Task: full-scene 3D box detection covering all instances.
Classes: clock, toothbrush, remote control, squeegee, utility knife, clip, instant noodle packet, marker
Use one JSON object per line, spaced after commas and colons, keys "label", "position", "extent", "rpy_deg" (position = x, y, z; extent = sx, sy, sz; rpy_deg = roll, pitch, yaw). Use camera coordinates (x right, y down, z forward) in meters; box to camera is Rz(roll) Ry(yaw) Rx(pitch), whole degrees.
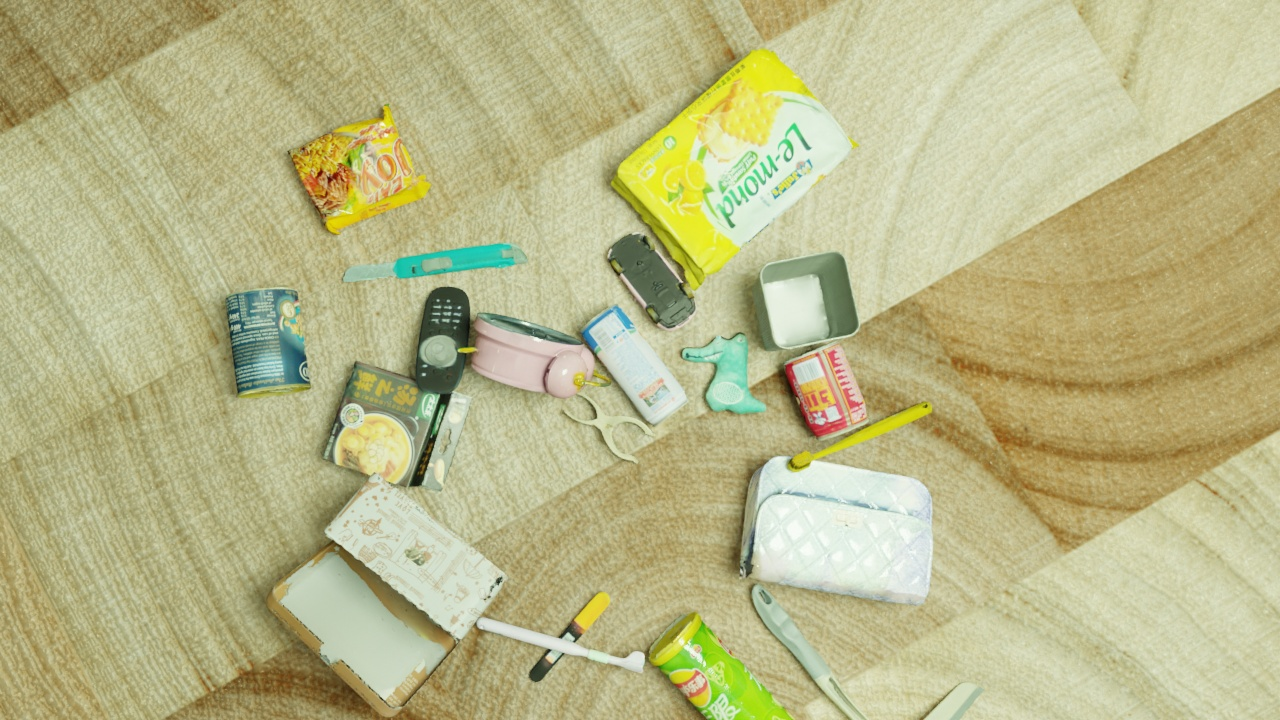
{"label": "clock", "position": [-0.106, -0.002, 0.972], "extent": [0.158, 0.117, 0.060], "rpy_deg": [16, 96, 3]}
{"label": "toothbrush", "position": [0.238, 0.079, 0.984], "extent": [0.189, 0.017, 0.015], "rpy_deg": [-20, 62, -21]}
{"label": "remote control", "position": [-0.214, -0.020, 1.000], "extent": [0.053, 0.024, 0.136], "rpy_deg": [5, 60, -7]}
{"label": "squeegee", "position": [0.201, 0.341, 0.981], "extent": [0.245, 0.039, 0.246], "rpy_deg": [-35, 74, -29]}
{"label": "toothbrush", "position": [-0.088, 0.302, 0.985], "extent": [0.189, 0.021, 0.029], "rpy_deg": [11, 119, 11]}
{"label": "utility knife", "position": [-0.230, -0.107, 1.027], "extent": [0.207, 0.013, 0.029], "rpy_deg": [-8, 86, -1]}
{"label": "clip", "position": [-0.039, 0.085, 1.006], "extent": [0.104, 0.035, 0.083], "rpy_deg": [14, 86, 5]}
{"label": "instant noodle packet", "position": [-0.311, -0.212, 1.019], "extent": [0.128, 0.044, 0.111], "rpy_deg": [-25, 91, -2]}
{"label": "marker", "position": [-0.077, 0.302, 1.002], "extent": [0.018, 0.015, 0.124], "rpy_deg": [41, 90, 4]}

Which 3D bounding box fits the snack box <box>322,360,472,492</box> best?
{"label": "snack box", "position": [-0.264, 0.073, 1.001], "extent": [0.126, 0.053, 0.113], "rpy_deg": [17, 86, 6]}

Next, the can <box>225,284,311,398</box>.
{"label": "can", "position": [-0.402, -0.019, 0.990], "extent": [0.075, 0.075, 0.111], "rpy_deg": [-9, 86, -1]}

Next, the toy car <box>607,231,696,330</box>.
{"label": "toy car", "position": [0.014, -0.087, 1.017], "extent": [0.056, 0.037, 0.122], "rpy_deg": [-35, 75, -5]}

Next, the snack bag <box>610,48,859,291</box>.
{"label": "snack bag", "position": [0.101, -0.214, 1.008], "extent": [0.246, 0.068, 0.158], "rpy_deg": [-41, 87, -3]}

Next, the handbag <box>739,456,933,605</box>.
{"label": "handbag", "position": [0.207, 0.179, 0.972], "extent": [0.194, 0.076, 0.134], "rpy_deg": [8, 74, -1]}

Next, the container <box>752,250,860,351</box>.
{"label": "container", "position": [0.170, -0.057, 0.975], "extent": [0.090, 0.114, 0.090], "rpy_deg": [-11, 86, -1]}

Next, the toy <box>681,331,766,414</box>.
{"label": "toy", "position": [0.092, 0.013, 1.015], "extent": [0.096, 0.030, 0.092], "rpy_deg": [3, 81, 7]}

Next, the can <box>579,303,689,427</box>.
{"label": "can", "position": [-0.006, 0.006, 1.001], "extent": [0.053, 0.053, 0.134], "rpy_deg": [-37, 87, -3]}

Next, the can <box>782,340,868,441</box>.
{"label": "can", "position": [0.201, 0.033, 0.993], "extent": [0.066, 0.066, 0.094], "rpy_deg": [-22, 86, -2]}

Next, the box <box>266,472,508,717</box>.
{"label": "box", "position": [-0.263, 0.242, 0.936], "extent": [0.182, 0.153, 0.177], "rpy_deg": [38, 68, 2]}

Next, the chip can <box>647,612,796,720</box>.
{"label": "chip can", "position": [0.108, 0.369, 0.969], "extent": [0.072, 0.072, 0.221], "rpy_deg": [-44, 88, -3]}
